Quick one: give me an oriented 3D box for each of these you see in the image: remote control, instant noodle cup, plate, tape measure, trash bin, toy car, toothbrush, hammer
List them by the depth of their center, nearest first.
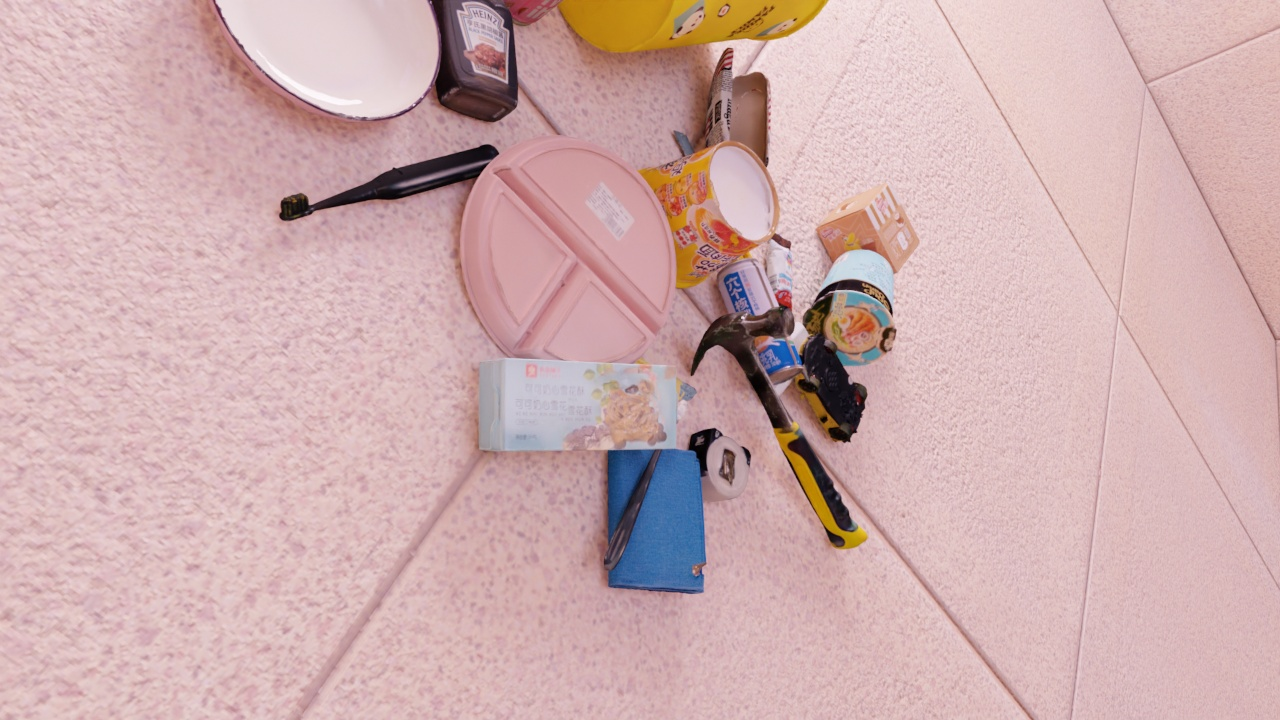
[{"bbox_3d":[-0.250,-0.272,0.723,0.192,0.039,0.192,17,65,-40],"label":"plate"},{"bbox_3d":[-0.197,-0.144,0.741,0.026,0.027,0.212,35,39,23],"label":"toothbrush"},{"bbox_3d":[0.006,0.108,0.821,0.015,0.018,0.180,38,57,-18],"label":"toothbrush"},{"bbox_3d":[-0.054,-0.093,0.832,0.229,0.028,0.229,4,83,-37],"label":"plate"},{"bbox_3d":[0.078,0.109,0.922,0.065,0.034,0.065,30,56,-32],"label":"tape measure"},{"bbox_3d":[0.068,-0.155,0.946,0.138,0.110,0.138,15,67,-40],"label":"instant noodle cup"},{"bbox_3d":[0.053,-0.436,0.957,0.254,0.230,0.229,-29,97,-40],"label":"trash bin"},{"bbox_3d":[0.158,0.082,0.971,0.323,0.126,0.031,59,42,-27],"label":"hammer"},{"bbox_3d":[0.163,0.001,1.049,0.124,0.024,0.049,-40,104,-44],"label":"remote control"},{"bbox_3d":[0.218,0.032,1.067,0.156,0.041,0.071,51,54,-34],"label":"toy car"},{"bbox_3d":[0.264,-0.071,1.122,0.111,0.111,0.120,50,40,-20],"label":"instant noodle cup"}]

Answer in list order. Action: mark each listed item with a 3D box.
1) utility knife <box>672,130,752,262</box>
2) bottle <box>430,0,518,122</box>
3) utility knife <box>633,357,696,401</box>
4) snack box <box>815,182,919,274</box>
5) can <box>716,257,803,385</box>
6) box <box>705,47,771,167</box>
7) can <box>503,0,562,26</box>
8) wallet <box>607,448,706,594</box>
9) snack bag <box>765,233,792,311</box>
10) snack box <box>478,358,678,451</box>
[{"bbox_3d":[0.090,-0.168,1.040,0.033,0.015,0.209,-37,102,-47],"label":"utility knife"},{"bbox_3d":[-0.153,-0.317,0.832,0.079,0.044,0.194,7,71,-44],"label":"bottle"},{"bbox_3d":[-0.005,0.005,0.892,0.167,0.018,0.030,32,62,-39],"label":"utility knife"},{"bbox_3d":[0.297,-0.163,1.198,0.092,0.077,0.094,-44,108,-43],"label":"snack box"},{"bbox_3d":[0.128,-0.041,0.990,0.053,0.053,0.134,-2,66,-45],"label":"can"},{"bbox_3d":[0.104,-0.286,1.051,0.088,0.076,0.162,46,44,-53],"label":"box"},{"bbox_3d":[-0.074,-0.371,0.851,0.057,0.148,0.057,17,65,-40],"label":"can"},{"bbox_3d":[0.015,0.145,0.844,0.106,0.040,0.133,13,67,-33],"label":"wallet"},{"bbox_3d":[0.164,-0.102,1.083,0.045,0.026,0.105,20,61,-36],"label":"snack bag"},{"bbox_3d":[-0.050,0.039,0.778,0.174,0.052,0.074,2,86,-34],"label":"snack box"}]
